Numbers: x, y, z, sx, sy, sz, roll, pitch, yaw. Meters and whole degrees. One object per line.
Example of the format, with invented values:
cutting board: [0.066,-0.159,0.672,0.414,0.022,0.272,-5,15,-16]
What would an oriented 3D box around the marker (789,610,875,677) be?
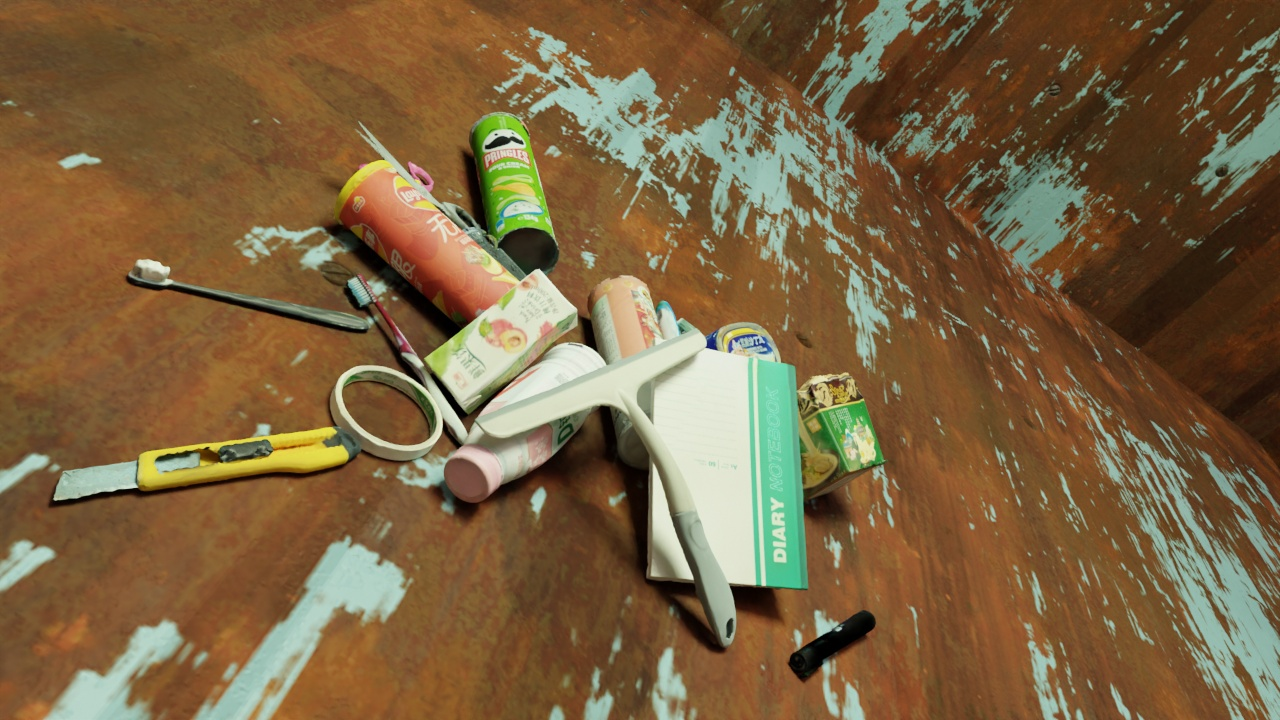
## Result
marker: [0.172,0.248,0.811,0.131,0.020,0.022,-5,68,-51]

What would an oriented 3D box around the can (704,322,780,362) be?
can: [0.106,-0.001,1.034,0.147,0.049,0.074,-9,72,-59]

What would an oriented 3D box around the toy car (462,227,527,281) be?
toy car: [-0.137,-0.077,0.892,0.120,0.037,0.054,49,31,-1]

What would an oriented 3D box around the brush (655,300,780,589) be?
brush: [0.077,0.068,0.894,0.109,0.061,0.313,17,43,-23]

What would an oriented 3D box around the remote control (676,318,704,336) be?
remote control: [0.040,-0.008,1.022,0.056,0.019,0.134,43,29,6]

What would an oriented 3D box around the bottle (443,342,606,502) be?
bottle: [-0.090,0.049,0.745,0.068,0.068,0.196,41,31,3]

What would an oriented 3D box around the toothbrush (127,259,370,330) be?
toothbrush: [-0.290,-0.047,0.701,0.180,0.018,0.015,15,34,-39]

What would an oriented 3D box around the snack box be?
snack box: [0.185,0.088,0.978,0.118,0.118,0.105,-4,62,-48]

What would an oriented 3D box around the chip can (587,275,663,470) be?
chip can: [-0.005,0.005,0.899,0.071,0.071,0.214,22,33,-29]

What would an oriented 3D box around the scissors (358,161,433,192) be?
scissors: [-0.233,-0.162,0.933,0.124,0.017,0.133,15,40,-42]

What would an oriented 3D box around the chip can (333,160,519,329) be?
chip can: [-0.175,-0.084,0.831,0.216,0.073,0.073,42,29,3]

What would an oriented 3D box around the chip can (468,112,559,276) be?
chip can: [-0.141,-0.185,1.011,0.072,0.072,0.235,19,35,-32]

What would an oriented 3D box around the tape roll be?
tape roll: [-0.192,0.039,0.694,0.085,0.014,0.085,28,31,-19]

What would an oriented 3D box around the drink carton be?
drink carton: [-0.114,-0.015,0.761,0.053,0.122,0.045,46,-13,13]

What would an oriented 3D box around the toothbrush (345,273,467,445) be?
toothbrush: [-0.191,-0.001,0.751,0.017,0.016,0.187,-30,69,-19]

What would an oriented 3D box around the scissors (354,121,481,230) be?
scissors: [-0.209,-0.156,0.888,0.173,0.014,0.140,18,48,-64]

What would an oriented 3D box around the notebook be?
notebook: [0.076,0.090,0.800,0.150,0.012,0.208,10,67,-22]

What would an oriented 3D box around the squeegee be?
squeegee: [0.026,0.112,0.724,0.245,0.039,0.246,-22,87,-41]

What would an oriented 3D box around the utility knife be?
utility knife: [-0.261,0.064,0.577,0.196,0.015,0.033,-6,49,-52]
